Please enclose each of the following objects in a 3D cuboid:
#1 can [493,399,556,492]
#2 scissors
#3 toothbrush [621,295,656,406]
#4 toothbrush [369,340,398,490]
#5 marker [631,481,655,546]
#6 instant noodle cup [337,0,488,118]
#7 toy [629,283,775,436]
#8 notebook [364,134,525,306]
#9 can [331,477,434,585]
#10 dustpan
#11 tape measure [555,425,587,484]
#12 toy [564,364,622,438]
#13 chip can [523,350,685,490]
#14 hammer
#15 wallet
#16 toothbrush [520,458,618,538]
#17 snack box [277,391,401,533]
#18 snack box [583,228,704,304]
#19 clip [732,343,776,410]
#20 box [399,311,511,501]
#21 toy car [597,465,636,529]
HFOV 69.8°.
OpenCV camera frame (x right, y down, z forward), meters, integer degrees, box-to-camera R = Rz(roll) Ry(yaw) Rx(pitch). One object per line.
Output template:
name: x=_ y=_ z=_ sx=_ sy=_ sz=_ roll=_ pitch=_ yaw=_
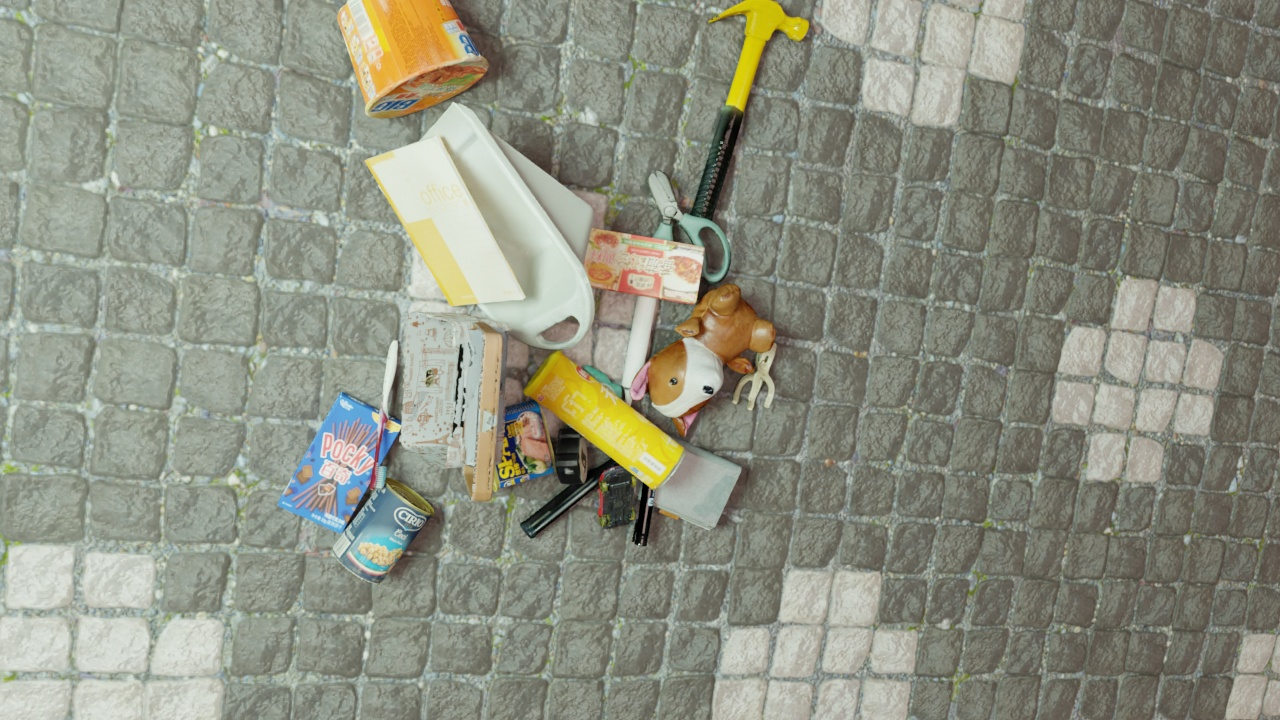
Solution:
can: x=-0.161 y=0.107 z=1.180 sx=0.083 sy=0.057 sz=0.102 roll=-15 pitch=102 yaw=-16
scissors: x=0.070 y=-0.174 z=1.201 sx=0.129 sy=0.019 sz=0.185 roll=-3 pitch=111 yaw=3
toothbrush: x=-0.007 y=0.007 z=1.226 sx=0.027 sy=0.026 sz=0.221 roll=12 pitch=96 yaw=24
toothbrush: x=-0.311 y=0.066 z=1.125 sx=0.017 sy=0.016 sz=0.187 roll=12 pitch=76 yaw=-32
marker: x=0.009 y=0.183 z=1.232 sx=0.022 sy=0.020 sz=0.132 roll=11 pitch=94 yaw=27
instant noodle cup: x=-0.263 y=-0.358 z=1.040 sx=0.151 sy=0.151 sz=0.111 roll=-25 pitch=96 yaw=-12
toy: x=0.083 y=0.001 z=1.210 sx=0.199 sy=0.130 sz=0.140 roll=-46 pitch=116 yaw=4
notebook: x=-0.227 y=-0.154 z=1.068 sx=0.010 sy=0.146 sz=0.206 roll=-47 pitch=121 yaw=-37
can: x=-0.320 y=0.212 z=1.138 sx=0.075 sy=0.075 sz=0.111 roll=38 pitch=87 yaw=-18
dustpan: x=-0.166 y=-0.127 z=1.056 sx=0.257 sy=0.223 sz=0.142 roll=27 pitch=61 yaw=-28
tape measure: x=-0.089 y=0.128 z=1.196 sx=0.033 sy=0.065 sz=0.066 roll=-2 pitch=139 yaw=7
toy: x=-0.058 y=0.066 z=1.218 sx=0.096 sy=0.030 sz=0.092 roll=36 pitch=91 yaw=-11
chip can: x=-0.045 y=0.076 z=1.168 sx=0.213 sy=0.072 sz=0.072 roll=38 pitch=86 yaw=-8
hammer: x=0.123 y=-0.331 z=1.213 sx=0.128 sy=0.033 sz=0.301 roll=16 pitch=93 yaw=-18
wallet: x=0.059 y=0.167 z=1.261 sx=0.129 sy=0.037 sz=0.106 roll=24 pitch=94 yaw=-5
toothbrush: x=-0.068 y=0.163 z=1.225 sx=0.212 sy=0.026 sz=0.027 roll=-37 pitch=94 yaw=-5
snack box: x=-0.371 y=0.127 z=1.136 sx=0.084 sy=0.026 sz=0.157 roll=29 pitch=89 yaw=-18
snack box: x=0.003 y=-0.121 z=1.188 sx=0.153 sy=0.025 sz=0.075 roll=10 pitch=91 yaw=-2
clip: x=0.159 y=0.027 z=1.280 sx=0.035 sy=0.097 sz=0.101 roll=21 pitch=49 yaw=-17
box: x=-0.195 y=0.043 z=1.044 sx=0.102 sy=0.261 sz=0.178 roll=0 pitch=98 yaw=-37
toy car: x=-0.032 y=0.180 z=1.226 sx=0.049 sy=0.031 sz=0.106 roll=-12 pitch=129 yaw=-19
